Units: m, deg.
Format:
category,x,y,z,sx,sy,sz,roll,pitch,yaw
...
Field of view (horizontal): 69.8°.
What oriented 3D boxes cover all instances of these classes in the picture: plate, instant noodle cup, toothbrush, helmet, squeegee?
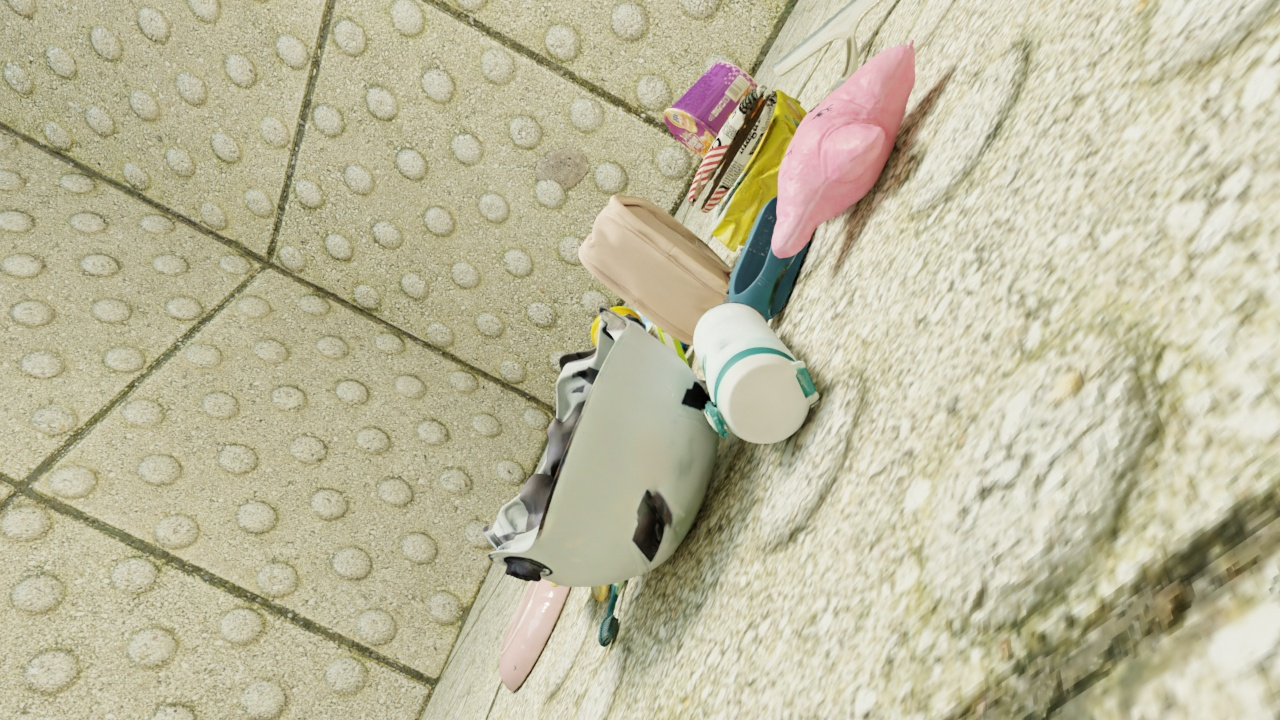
category,x,y,z,sx,sy,sz,roll,pitch,yaw
plate,-0.146,0.349,1.243,0.192,0.039,0.192,-61,5,9
instant noodle cup,0.102,-0.327,1.205,0.099,0.111,0.111,-54,4,-7
toothbrush,-0.017,0.202,0.882,0.018,0.016,0.191,-48,12,27
helmet,-0.017,0.088,0.750,0.228,0.146,0.259,-68,11,-21
squeegee,0.227,-0.316,1.034,0.247,0.039,0.245,-30,35,47

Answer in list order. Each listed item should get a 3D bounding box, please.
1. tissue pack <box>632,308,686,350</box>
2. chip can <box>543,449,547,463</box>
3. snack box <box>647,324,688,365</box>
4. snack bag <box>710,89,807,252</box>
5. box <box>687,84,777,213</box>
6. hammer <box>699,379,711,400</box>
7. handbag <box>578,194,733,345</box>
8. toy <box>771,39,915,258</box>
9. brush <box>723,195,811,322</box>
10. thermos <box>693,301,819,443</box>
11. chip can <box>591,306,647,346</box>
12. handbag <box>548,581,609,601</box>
category,x,y,z,sx,sy,sz,roll,pitch,yaw
tissue pack,0.012,-0.023,1.299,0.052,0.095,0.157,10,-66,-50
chip can,-0.062,0.099,1.237,0.215,0.071,0.071,-48,14,51
snack box,0.010,0.028,1.220,0.157,0.026,0.085,-58,39,40
snack bag,0.157,-0.240,1.148,0.158,0.068,0.245,-59,6,27
box,0.100,-0.246,1.061,0.165,0.064,0.074,-56,27,32
hammer,0.005,0.120,1.000,0.126,0.032,0.324,-64,6,-22
handbag,0.042,-0.131,1.146,0.094,0.193,0.233,-53,1,25
toy,0.166,-0.181,0.740,0.179,0.074,0.194,-54,7,33
brush,0.122,-0.096,0.834,0.143,0.055,0.074,-64,4,-26
thermos,0.076,0.006,0.681,0.073,0.073,0.224,-61,6,11
chip can,-0.007,0.006,1.112,0.072,0.072,0.213,-61,24,17
handbag,-0.054,0.155,0.968,0.163,0.063,0.178,132,150,-78
